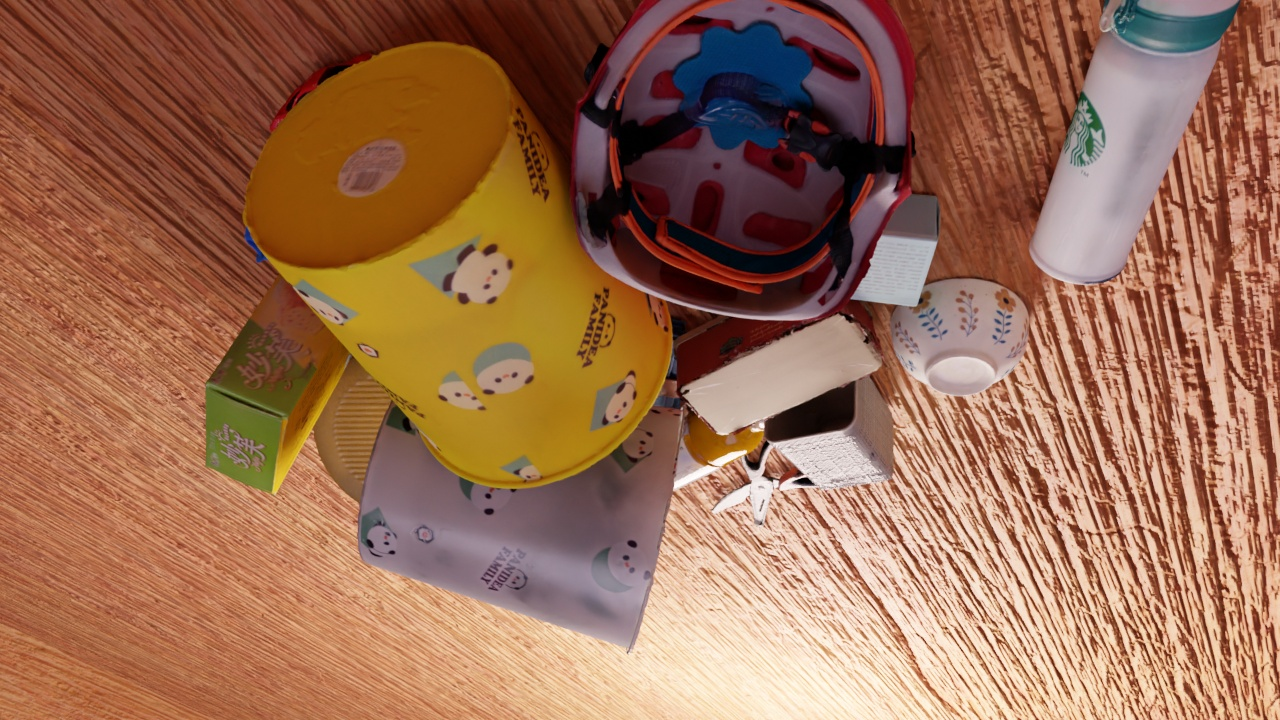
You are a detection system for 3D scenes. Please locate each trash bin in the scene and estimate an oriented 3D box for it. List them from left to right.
[{"bbox_3d":[-0.120,-0.064,0.652,0.230,0.229,0.255,-2,149,19],"label":"trash bin"},{"bbox_3d":[-0.104,0.124,0.841,0.252,0.229,0.230,13,143,1],"label":"trash bin"}]

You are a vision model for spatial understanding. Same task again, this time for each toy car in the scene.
[{"bbox_3d":[-0.239,-0.198,0.690,0.106,0.049,0.031,-13,134,29],"label":"toy car"}]

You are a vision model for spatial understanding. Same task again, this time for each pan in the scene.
[{"bbox_3d":[-0.167,0.070,0.972,0.358,0.078,0.198,1,107,9],"label":"pan"}]

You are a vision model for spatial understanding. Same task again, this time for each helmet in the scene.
[{"bbox_3d":[0.065,-0.155,0.587,0.207,0.143,0.241,12,128,-5],"label":"helmet"}]

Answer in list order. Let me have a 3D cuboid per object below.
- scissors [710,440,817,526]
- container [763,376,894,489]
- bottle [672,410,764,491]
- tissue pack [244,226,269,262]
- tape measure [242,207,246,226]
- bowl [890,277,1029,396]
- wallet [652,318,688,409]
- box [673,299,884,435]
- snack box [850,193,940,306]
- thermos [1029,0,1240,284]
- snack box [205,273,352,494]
[{"bbox_3d":[0.147,0.131,1.032,0.227,0.015,0.189,-18,134,33],"label":"scissors"},{"bbox_3d":[0.185,0.061,0.874,0.090,0.090,0.114,-14,139,32],"label":"container"},{"bbox_3d":[0.067,0.082,0.947,0.068,0.067,0.190,32,139,-24],"label":"bottle"},{"bbox_3d":[-0.254,-0.141,0.733,0.158,0.094,0.052,-26,130,37],"label":"tissue pack"},{"bbox_3d":[-0.329,-0.124,0.829,0.057,0.028,0.060,19,142,-7],"label":"tape measure"},{"bbox_3d":[0.269,-0.010,0.777,0.113,0.062,0.114,9,144,7],"label":"bowl"},{"bbox_3d":[-0.005,0.005,0.898,0.106,0.040,0.133,14,143,5],"label":"wallet"},{"bbox_3d":[0.118,0.001,0.792,0.169,0.080,0.091,-27,129,25],"label":"box"},{"bbox_3d":[0.138,-0.093,0.715,0.175,0.051,0.074,8,144,8],"label":"snack box"},{"bbox_3d":[0.305,-0.148,0.582,0.073,0.073,0.225,5,142,10],"label":"thermos"},{"bbox_3d":[-0.308,-0.007,0.824,0.070,0.209,0.158,25,142,-9],"label":"snack box"}]
